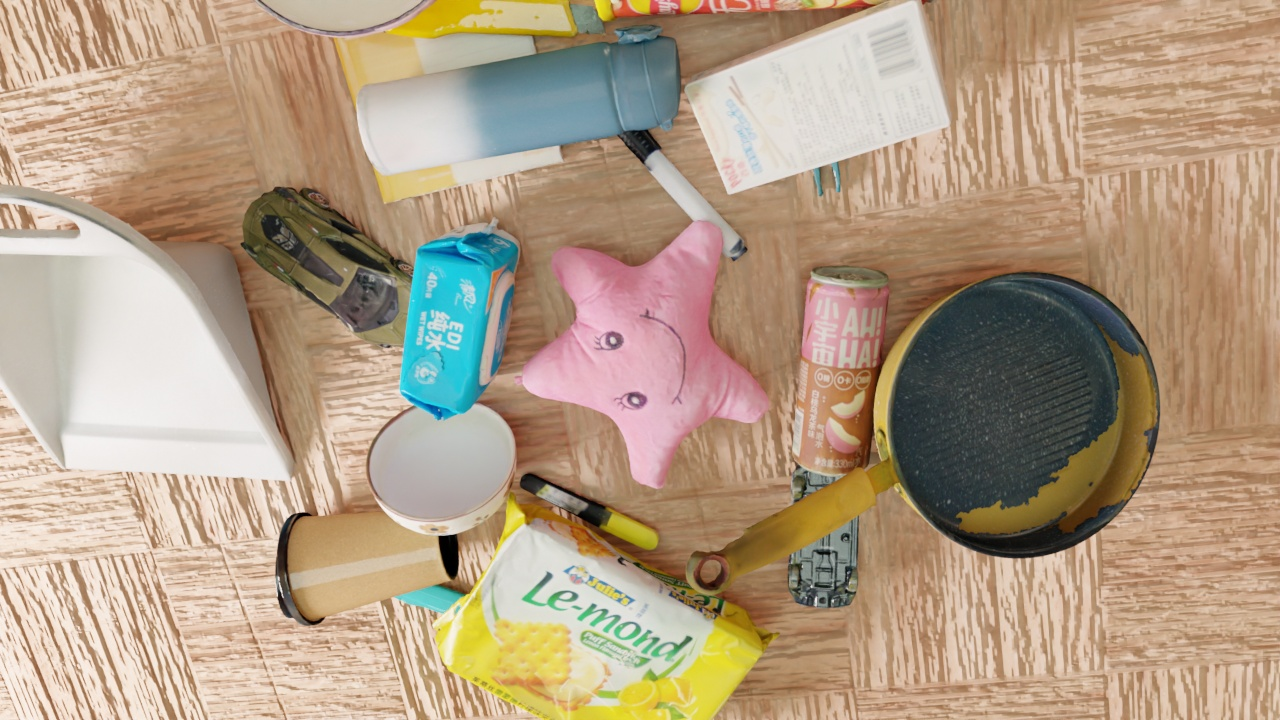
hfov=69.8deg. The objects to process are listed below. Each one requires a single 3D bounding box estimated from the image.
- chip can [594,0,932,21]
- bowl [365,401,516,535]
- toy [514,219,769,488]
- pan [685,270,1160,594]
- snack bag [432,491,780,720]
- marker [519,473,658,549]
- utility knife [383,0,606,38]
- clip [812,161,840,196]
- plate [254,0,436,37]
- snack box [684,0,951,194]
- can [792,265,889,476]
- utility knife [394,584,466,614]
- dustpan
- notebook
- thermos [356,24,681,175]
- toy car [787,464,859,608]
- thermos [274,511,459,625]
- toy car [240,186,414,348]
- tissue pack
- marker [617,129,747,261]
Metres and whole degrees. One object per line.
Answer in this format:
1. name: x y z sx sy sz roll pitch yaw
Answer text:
1. chip can: 0.079 -0.262 0.591 0.217 0.073 0.073 -1 106 7
2. bowl: -0.150 0.090 0.717 0.113 0.113 0.062 5 141 6
3. toy: -0.004 0.004 0.678 0.179 0.074 0.194 -13 102 7
4. pan: 0.190 0.068 0.618 0.357 0.078 0.197 -22 95 -5
5. snack bag: -0.032 0.224 0.746 0.246 0.068 0.158 29 107 -6
6. marker: -0.042 0.123 0.752 0.124 0.015 0.018 25 107 3
7. utility knife: -0.109 -0.239 0.639 0.173 0.015 0.033 5 106 5
8. clip: 0.130 -0.145 0.650 0.046 0.014 0.057 -8 107 11
9. plate: -0.190 -0.309 0.614 0.192 0.039 0.192 0 92 9
10. snack box: 0.116 -0.173 0.607 0.157 0.026 0.085 -13 120 26
11. can: 0.145 0.008 0.669 0.058 0.057 0.147 4 107 6
12. utility knife: -0.151 0.215 0.794 0.160 0.013 0.029 21 110 -2
13. dustpan: -0.411 -0.007 0.695 0.223 0.142 0.258 2 105 7
14. notebook: -0.148 -0.229 0.661 0.146 0.010 0.206 -11 105 9
15. thermos: -0.080 -0.177 0.630 0.220 0.070 0.070 -8 105 9
16. toy car: 0.144 0.135 0.720 0.054 0.036 0.120 1 97 8
17. thermos: -0.226 0.162 0.752 0.143 0.093 0.093 -10 105 1
18. toy car: -0.231 -0.070 0.705 0.158 0.042 0.070 36 108 -7
19. tissue pack: -0.130 -0.033 0.676 0.063 0.089 0.140 14 108 2
20. marker: 0.031 -0.125 0.666 0.130 0.018 0.023 46 120 -6
